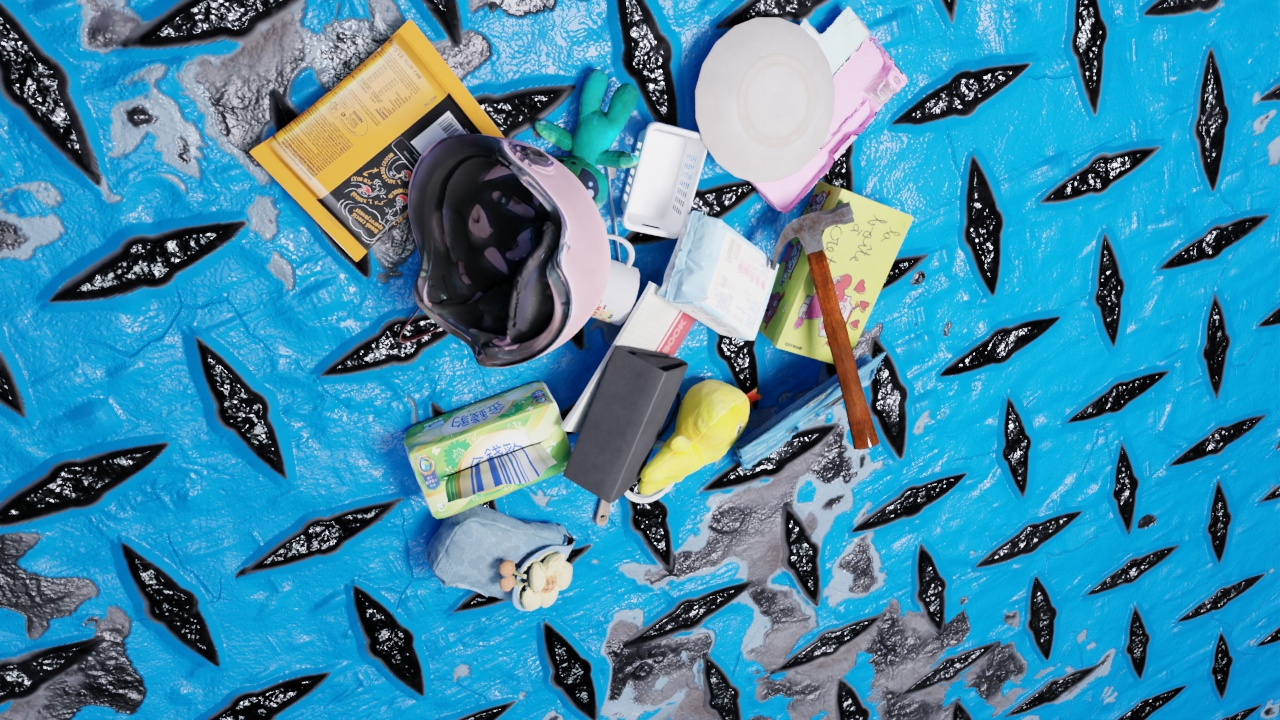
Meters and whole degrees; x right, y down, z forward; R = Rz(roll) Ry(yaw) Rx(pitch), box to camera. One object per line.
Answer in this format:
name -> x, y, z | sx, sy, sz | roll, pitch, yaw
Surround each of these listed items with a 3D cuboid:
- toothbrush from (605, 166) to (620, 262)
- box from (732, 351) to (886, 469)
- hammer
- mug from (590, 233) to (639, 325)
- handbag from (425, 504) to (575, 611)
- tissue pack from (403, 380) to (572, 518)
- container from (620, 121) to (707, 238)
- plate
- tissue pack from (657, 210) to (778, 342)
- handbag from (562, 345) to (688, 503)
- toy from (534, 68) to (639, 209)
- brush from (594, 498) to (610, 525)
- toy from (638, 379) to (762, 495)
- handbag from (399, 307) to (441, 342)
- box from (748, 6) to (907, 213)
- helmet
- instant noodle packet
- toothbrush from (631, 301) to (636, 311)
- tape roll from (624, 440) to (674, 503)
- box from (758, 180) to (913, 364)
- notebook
toothbrush -> -0.028, -0.167, 1.134 | 0.010, 0.010, 0.182 | -15, 117, -16
box -> 0.225, 0.063, 1.247 | 0.231, 0.033, 0.174 | -34, 164, -2
hammer -> 0.243, -0.036, 1.142 | 0.111, 0.028, 0.300 | -15, 91, 14
mug -> -0.051, -0.104, 1.111 | 0.089, 0.073, 0.105 | 17, 106, -18
handbag -> -0.178, 0.263, 1.207 | 0.191, 0.118, 0.122 | 25, 102, -32
tissue pack -> -0.180, 0.122, 1.130 | 0.197, 0.141, 0.120 | -26, 118, -7
container -> 0.023, -0.219, 1.106 | 0.080, 0.049, 0.129 | 8, 109, -22
plate -> 0.154, -0.305, 1.081 | 0.188, 0.027, 0.189 | -6, 106, -21
tissue pack -> 0.102, -0.099, 1.142 | 0.181, 0.070, 0.112 | 26, 79, -52
handbag -> 0.008, 0.074, 1.178 | 0.195, 0.072, 0.176 | -5, 120, -65
toy -> -0.063, -0.235, 1.063 | 0.131, 0.072, 0.193 | 27, 101, 13
brush -> -0.043, 0.162, 1.269 | 0.039, 0.012, 0.151 | 2, 111, -21
toy -> 0.074, 0.099, 1.218 | 0.092, 0.134, 0.207 | 37, 65, 11
handbag -> -0.242, -0.060, 1.100 | 0.120, 0.029, 0.055 | -38, 117, 6
box -> 0.204, -0.316, 1.137 | 0.159, 0.035, 0.230 | 39, 96, -26
helmet -> -0.134, -0.130, 0.996 | 0.152, 0.255, 0.231 | -24, 152, -49
instant noodle packet -> -0.282, -0.235, 1.002 | 0.221, 0.032, 0.160 | -39, 121, 0
toothbrush -> -0.074, -0.068, 1.160 | 0.182, 0.018, 0.016 | 0, 112, -16
tape roll -> 0.012, 0.155, 1.277 | 0.093, 0.013, 0.093 | -12, 117, -25
box -> 0.253, -0.115, 1.216 | 0.124, 0.081, 0.221 | 17, 107, -24
notebook -> -0.007, 0.007, 1.165 | 0.209, 0.012, 0.153 | -59, 152, 7
